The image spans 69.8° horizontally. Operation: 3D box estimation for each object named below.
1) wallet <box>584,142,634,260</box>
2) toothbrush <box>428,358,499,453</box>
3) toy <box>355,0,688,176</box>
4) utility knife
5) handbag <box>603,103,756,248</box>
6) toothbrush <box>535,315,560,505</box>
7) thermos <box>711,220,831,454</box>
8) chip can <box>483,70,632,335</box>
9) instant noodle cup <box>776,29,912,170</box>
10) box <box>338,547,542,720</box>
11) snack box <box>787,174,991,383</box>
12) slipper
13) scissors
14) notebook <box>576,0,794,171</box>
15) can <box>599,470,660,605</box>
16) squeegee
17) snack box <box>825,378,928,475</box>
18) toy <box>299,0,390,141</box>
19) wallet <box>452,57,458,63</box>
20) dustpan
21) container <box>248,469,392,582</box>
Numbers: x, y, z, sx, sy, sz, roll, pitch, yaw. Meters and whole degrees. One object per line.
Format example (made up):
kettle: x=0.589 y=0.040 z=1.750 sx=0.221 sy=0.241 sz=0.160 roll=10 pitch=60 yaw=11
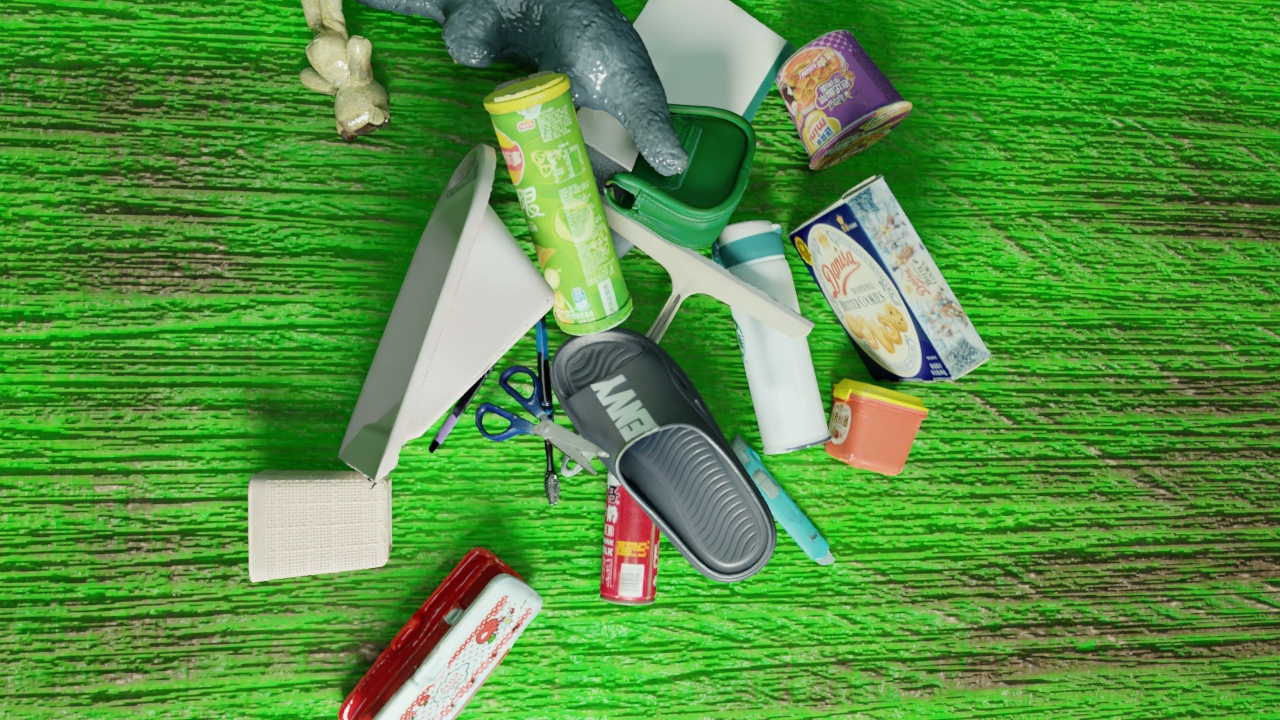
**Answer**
wallet: x=-0.031 y=-0.171 z=0.895 sx=0.121 sy=0.019 sz=0.097 roll=46 pitch=80 yaw=-3
toothbrush: x=-0.147 y=0.008 z=0.868 sx=0.014 sy=0.017 sz=0.189 roll=31 pitch=84 yaw=19
toy: x=-0.091 y=-0.288 z=0.821 sx=0.356 sy=0.091 sz=0.137 roll=29 pitch=68 yaw=8
utility knife: x=0.139 y=0.141 z=0.908 sx=0.029 sy=0.013 sz=0.161 roll=-41 pitch=94 yaw=-7
handbag: x=0.037 y=-0.174 z=0.837 sx=0.120 sy=0.068 sz=0.131 roll=20 pitch=63 yaw=-3
toothbrush: x=-0.089 y=0.044 z=0.876 sx=0.014 sy=0.016 sz=0.189 roll=-3 pitch=87 yaw=-11
thermos: x=0.124 y=-0.025 z=0.888 sx=0.073 sy=0.073 sz=0.224 roll=-13 pitch=89 yaw=-10
chip can: x=-0.065 y=-0.127 z=0.782 sx=0.072 sy=0.072 sz=0.221 roll=-21 pitch=118 yaw=-10
instant noodle cup: x=0.190 y=-0.256 z=0.892 sx=0.111 sy=0.112 sz=0.099 roll=-29 pitch=83 yaw=-9
box: x=-0.175 y=0.270 z=0.814 sx=0.094 sy=0.092 sz=0.201 roll=41 pitch=82 yaw=-6
snack box: x=0.220 y=-0.066 z=0.847 sx=0.045 sy=0.178 sz=0.182 roll=-32 pitch=91 yaw=-6
slipper: x=0.024 y=0.076 z=0.801 sx=0.110 sy=0.083 sz=0.268 roll=-38 pitch=83 yaw=-3
scissors: x=-0.094 y=0.066 z=0.816 sx=0.128 sy=0.173 sz=0.012 roll=-36 pitch=137 yaw=13
notebook: x=0.043 y=-0.270 z=0.905 sx=0.150 sy=0.012 sz=0.209 roll=32 pitch=79 yaw=-6
can: x=-0.008 y=0.158 z=0.864 sx=0.053 sy=0.053 sz=0.132 roll=4 pitch=86 yaw=-9
squeegee: x=-0.005 y=0.005 z=0.873 sx=0.246 sy=0.039 sz=0.246 roll=32 pitch=94 yaw=7
snack box: x=0.225 y=0.065 z=0.889 sx=0.082 sy=0.091 sz=0.080 roll=14 pitch=92 yaw=-8
toy: x=-0.271 y=-0.283 z=0.833 sx=0.066 sy=0.105 sz=0.157 roll=-29 pitch=109 yaw=-52
wallet: x=-0.137 y=-0.342 z=0.884 sx=0.115 sy=0.024 sz=0.087 roll=-18 pitch=95 yaw=-8
dustpan: x=-0.191 y=-0.045 z=0.769 sx=0.272 sy=0.223 sz=0.139 roll=-46 pitch=107 yaw=-21
container: x=-0.277 y=0.141 z=0.806 sx=0.111 sy=0.090 sz=0.090 roll=-1 pitch=87 yaw=-12
